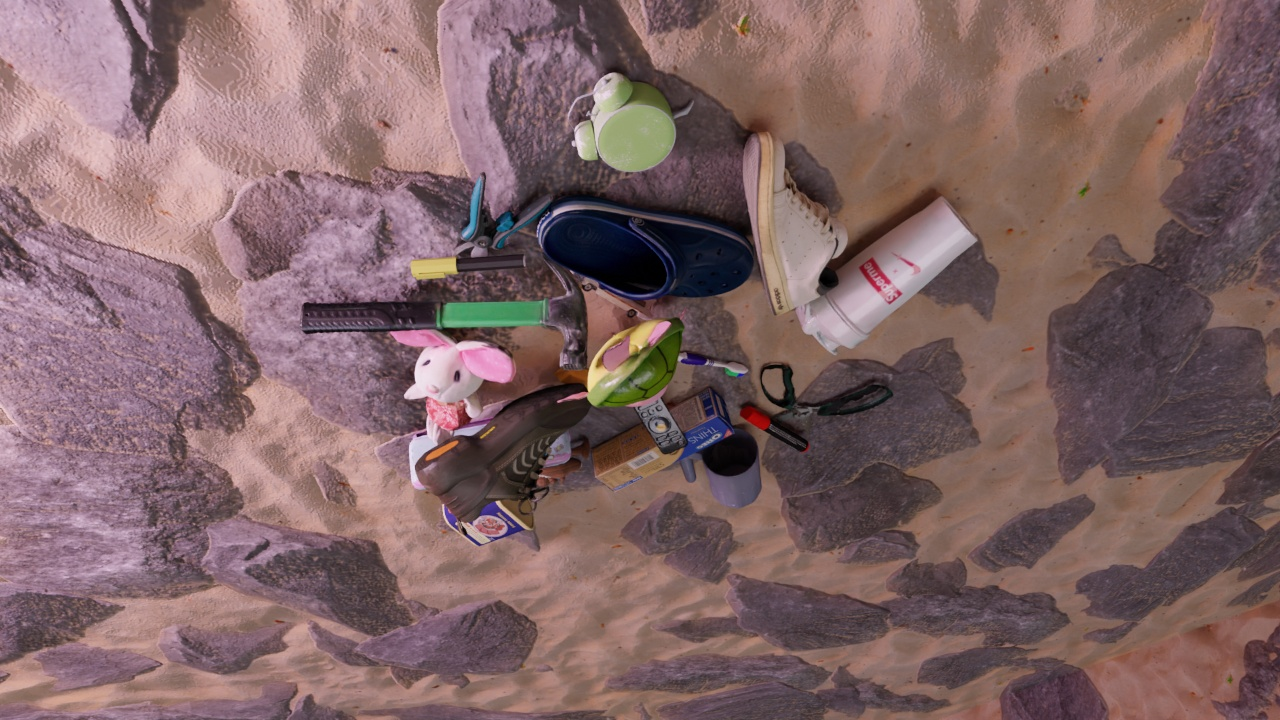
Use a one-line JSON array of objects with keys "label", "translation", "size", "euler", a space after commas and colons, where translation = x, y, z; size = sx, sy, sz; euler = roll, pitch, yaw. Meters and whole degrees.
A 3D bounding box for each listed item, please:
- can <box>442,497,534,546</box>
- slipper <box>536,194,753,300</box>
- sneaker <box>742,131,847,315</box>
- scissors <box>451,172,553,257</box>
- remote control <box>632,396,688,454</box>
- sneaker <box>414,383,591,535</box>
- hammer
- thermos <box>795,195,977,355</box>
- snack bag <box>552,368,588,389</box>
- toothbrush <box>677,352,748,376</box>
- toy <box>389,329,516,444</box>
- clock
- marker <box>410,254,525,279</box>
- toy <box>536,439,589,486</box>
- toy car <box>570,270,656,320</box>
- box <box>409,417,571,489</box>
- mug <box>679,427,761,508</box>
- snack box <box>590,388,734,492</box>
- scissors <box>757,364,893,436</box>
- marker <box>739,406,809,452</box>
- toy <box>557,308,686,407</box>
[{"label": "can", "translation": [-0.227, 0.224, 1.366], "size": [0.092, 0.056, 0.116], "euler": [-22, 139, 12]}, {"label": "slipper", "translation": [0.007, -0.108, 1.013], "size": [0.252, 0.095, 0.105], "euler": [11, 132, -21]}, {"label": "sneaker", "translation": [0.174, -0.147, 1.004], "size": [0.102, 0.088, 0.242], "euler": [-11, 139, 7]}, {"label": "scissors", "translation": [-0.158, -0.149, 0.968], "size": [0.156, 0.019, 0.124], "euler": [-19, 146, 18]}, {"label": "remote control", "translation": [0.015, 0.063, 1.226], "size": [0.041, 0.020, 0.152], "euler": [-24, 115, 13]}, {"label": "sneaker", "translation": [-0.143, 0.132, 1.133], "size": [0.237, 0.101, 0.143], "euler": [-30, 106, -21]}, {"label": "hammer", "translation": [-0.218, -0.051, 1.020], "size": [0.319, 0.130, 0.032], "euler": [-1, 168, 2]}, {"label": "thermos", "translation": [0.289, -0.102, 1.100], "size": [0.221, 0.099, 0.099], "euler": [-41, 133, 23]}, {"label": "snack bag", "translation": [-0.070, 0.028, 1.205], "size": [0.099, 0.020, 0.026], "euler": [23, 136, -35]}, {"label": "toothbrush", "translation": [0.063, -0.002, 1.209], "size": [0.186, 0.015, 0.016], "euler": [12, 138, -26]}, {"label": "toy", "translation": [-0.233, 0.025, 1.108], "size": [0.159, 0.084, 0.195], "euler": [24, 137, 1]}, {"label": "clock", "translation": [-0.013, -0.231, 0.900], "size": [0.119, 0.042, 0.095], "euler": [10, 134, -24]}, {"label": "marker", "translation": [-0.188, -0.103, 1.005], "size": [0.124, 0.021, 0.017], "euler": [-4, 155, 1]}, {"label": "toy", "translation": [-0.118, 0.151, 1.322], "size": [0.102, 0.041, 0.055], "euler": [-13, 119, 12]}, {"label": "toy car", "translation": [-0.029, -0.085, 1.074], "size": [0.113, 0.039, 0.039], "euler": [29, 104, -38]}, {"label": "box", "translation": [-0.197, 0.128, 1.232], "size": [0.214, 0.092, 0.089], "euler": [-11, 140, -2]}, {"label": "mug", "translation": [0.119, 0.160, 1.375], "size": [0.124, 0.083, 0.104], "euler": [5, 145, 16]}, {"label": "snack box", "translation": [0.031, 0.115, 1.306], "size": [0.207, 0.056, 0.057], "euler": [-28, 135, 18]}, {"label": "scissors", "translation": [0.252, 0.049, 1.317], "size": [0.202, 0.015, 0.202], "euler": [-21, 140, 13]}, {"label": "marker", "translation": [0.200, 0.103, 1.351], "size": [0.145, 0.021, 0.024], "euler": [30, 163, -38]}, {"label": "toy", "translation": [-0.006, 0.006, 1.073], "size": [0.190, 0.087, 0.238], "euler": [-39, 172, -12]}]
